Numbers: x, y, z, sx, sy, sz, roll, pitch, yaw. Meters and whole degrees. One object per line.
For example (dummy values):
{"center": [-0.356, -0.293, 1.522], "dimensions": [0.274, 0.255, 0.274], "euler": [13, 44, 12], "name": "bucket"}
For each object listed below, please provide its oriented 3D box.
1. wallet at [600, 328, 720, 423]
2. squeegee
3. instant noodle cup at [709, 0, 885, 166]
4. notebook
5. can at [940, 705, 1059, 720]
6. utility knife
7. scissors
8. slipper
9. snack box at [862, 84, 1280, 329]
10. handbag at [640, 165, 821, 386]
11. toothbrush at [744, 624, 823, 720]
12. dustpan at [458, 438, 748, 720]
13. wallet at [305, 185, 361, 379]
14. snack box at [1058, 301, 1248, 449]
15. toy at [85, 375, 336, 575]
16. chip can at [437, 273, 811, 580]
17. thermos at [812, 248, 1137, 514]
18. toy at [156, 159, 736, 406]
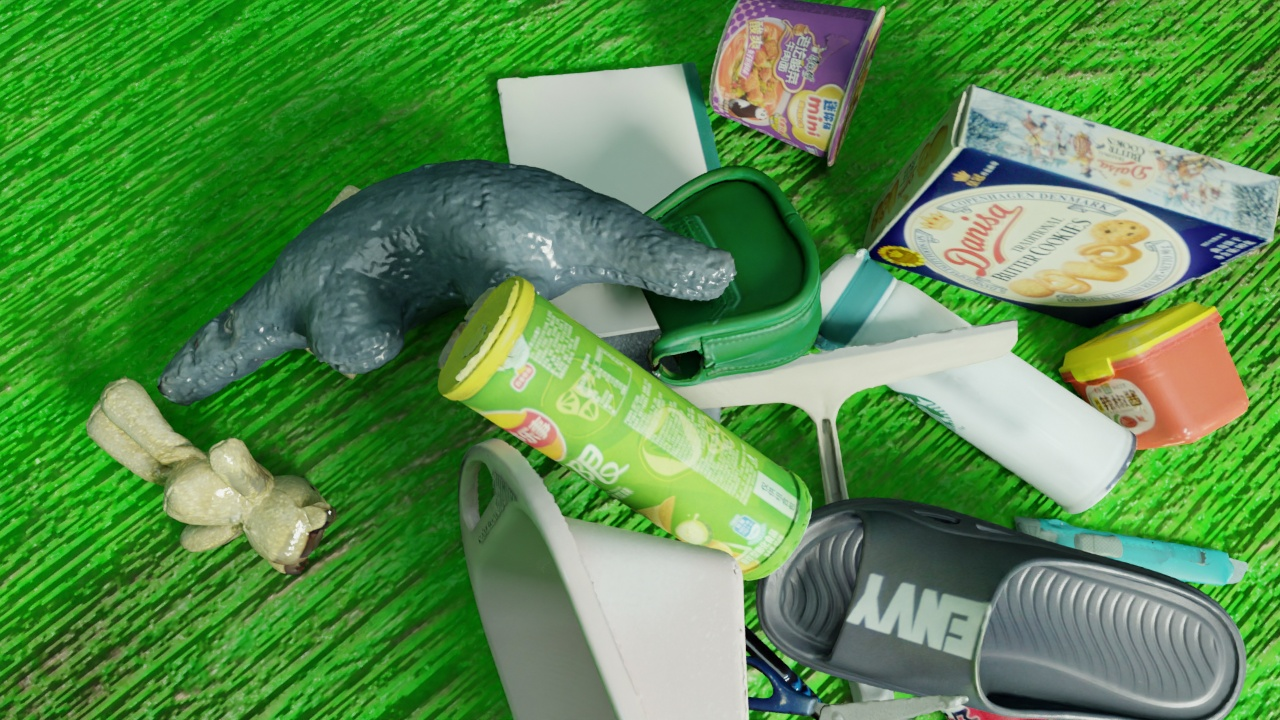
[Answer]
{"center": [-0.004, 0.004, 0.620], "dimensions": [0.121, 0.019, 0.097], "euler": [5, 72, -2], "name": "wallet"}
{"center": [0.131, 0.116, 0.582], "dimensions": [0.246, 0.039, 0.246], "euler": [-10, 86, 6], "name": "squeegee"}
{"center": [0.107, -0.203, 0.646], "dimensions": [0.099, 0.112, 0.111], "euler": [18, 73, 9], "name": "instant noodle cup"}
{"center": [-0.014, -0.117, 0.648], "dimensions": [0.150, 0.012, 0.209], "euler": [-8, 71, -7], "name": "notebook"}
{"center": [0.230, 0.230, 0.555], "dimensions": [0.053, 0.053, 0.132], "euler": [-35, 80, -13], "name": "can"}
{"center": [0.329, 0.128, 0.614], "dimensions": [0.161, 0.013, 0.029], "euler": [9, 75, -2], "name": "utility knife"}
{"center": [0.104, 0.211, 0.511], "dimensions": [0.012, 0.173, 0.128], "euler": [7, 97, -45], "name": "scissors"}
{"center": [0.200, 0.140, 0.504], "dimensions": [0.268, 0.083, 0.110], "euler": [10, 79, 9], "name": "slipper"}
{"center": [0.254, -0.087, 0.582], "dimensions": [0.182, 0.178, 0.045], "euler": [17, 76, 1], "name": "snack box"}
{"center": [0.045, -0.051, 0.569], "dimensions": [0.120, 0.068, 0.131], "euler": [-21, 56, -6], "name": "handbag"}
{"center": [0.093, 0.200, 0.573], "dimensions": [0.189, 0.016, 0.014], "euler": [44, 74, 9], "name": "toothbrush"}
{"center": [-0.042, 0.185, 0.468], "dimensions": [0.138, 0.223, 0.272], "euler": [12, 60, -15], "name": "dustpan"}
{"center": [-0.197, -0.056, 0.618], "dimensions": [0.087, 0.024, 0.115], "euler": [32, 75, -1], "name": "wallet"}
{"center": [0.344, 0.013, 0.611], "dimensions": [0.082, 0.091, 0.080], "euler": [-26, 84, -11], "name": "snack box"}
{"center": [-0.258, 0.068, 0.550], "dimensions": [0.157, 0.105, 0.066], "euler": [36, 30, -7], "name": "toy"}
{"center": [-0.001, 0.044, 0.500], "dimensions": [0.221, 0.073, 0.072], "euler": [36, 72, -23], "name": "chip can"}
{"center": [0.209, 0.011, 0.611], "dimensions": [0.224, 0.073, 0.073], "euler": [35, 74, 6], "name": "thermos"}
{"center": [-0.127, -0.055, 0.554], "dimensions": [0.356, 0.091, 0.137], "euler": [-13, 60, 7], "name": "toy"}
